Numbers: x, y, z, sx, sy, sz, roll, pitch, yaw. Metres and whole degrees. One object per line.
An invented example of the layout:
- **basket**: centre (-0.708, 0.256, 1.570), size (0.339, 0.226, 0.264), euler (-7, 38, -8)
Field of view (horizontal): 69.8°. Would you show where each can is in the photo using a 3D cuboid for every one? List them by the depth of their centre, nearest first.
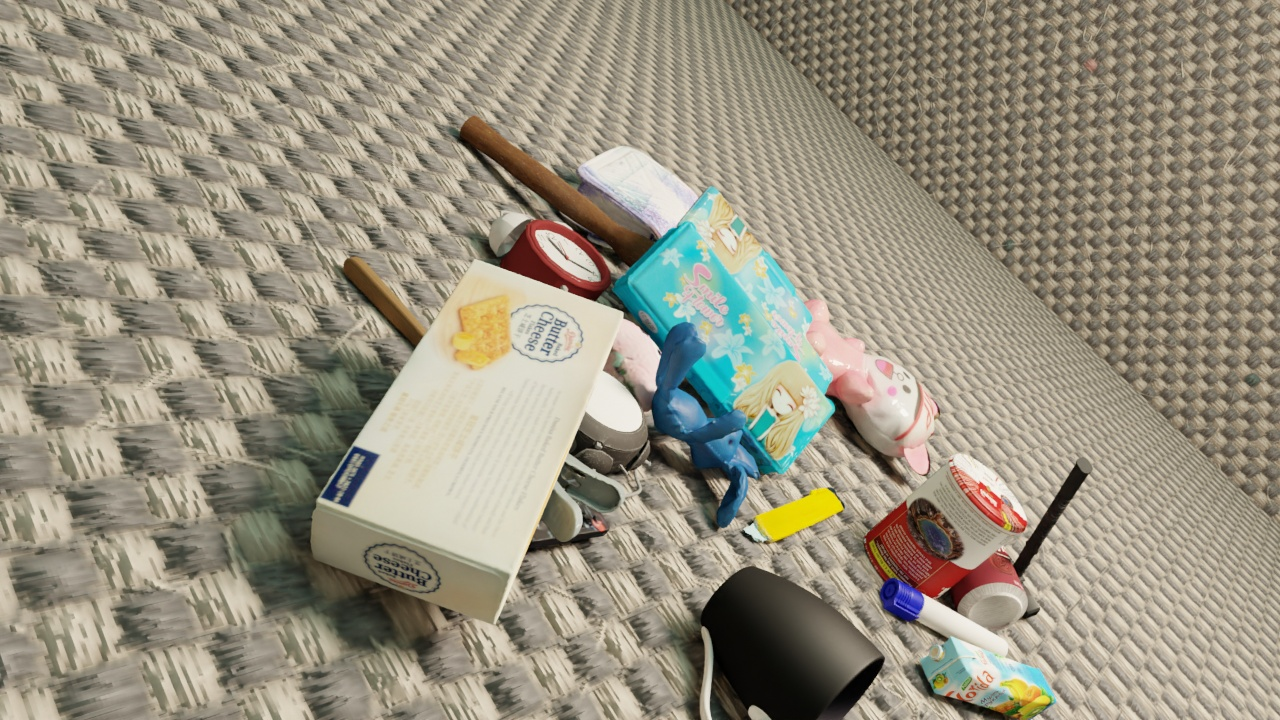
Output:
- **can**: centre (0.276, 0.154, 0.835), size (0.086, 0.117, 0.086), euler (30, 28, -18)
- **can**: centre (0.325, 0.201, 0.886), size (0.063, 0.063, 0.114), euler (31, 28, -17)

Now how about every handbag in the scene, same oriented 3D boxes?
- **handbag**: centre (-0.007, -0.170, 1.022), size (0.126, 0.069, 0.158), euler (36, 29, 4)

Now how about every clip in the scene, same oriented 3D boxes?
- **clip**: centre (-0.094, 0.057, 0.576), size (0.163, 0.028, 0.107), euler (32, 20, 12)

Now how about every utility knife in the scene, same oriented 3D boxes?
- **utility knife**: centre (0.136, 0.134, 0.801), size (0.030, 0.017, 0.162), euler (47, 26, 25)

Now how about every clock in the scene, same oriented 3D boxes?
- **clock**: centre (-0.033, 0.044, 0.691), size (0.091, 0.044, 0.122), euler (-2, 48, -53)
- **clock**: centre (-0.081, -0.089, 0.830), size (0.096, 0.048, 0.137), euler (2, 46, -50)

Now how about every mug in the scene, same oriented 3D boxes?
- **mug**: centre (0.078, 0.192, 0.582), size (0.118, 0.085, 0.100), euler (-29, 54, -30)

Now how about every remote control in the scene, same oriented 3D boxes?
- **remote control**: centre (-0.082, 0.100, 0.571), size (0.150, 0.022, 0.047), euler (5, 42, -52)

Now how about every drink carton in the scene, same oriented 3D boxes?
- **drink carton**: centre (0.289, 0.266, 0.762), size (0.128, 0.044, 0.038), euler (25, 30, -28)

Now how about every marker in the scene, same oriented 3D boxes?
- **marker**: centre (0.270, 0.233, 0.812), size (0.133, 0.023, 0.027), euler (31, 49, -17)

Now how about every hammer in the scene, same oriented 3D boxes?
- **hammer**: centre (0.358, 0.150, 0.829), size (0.325, 0.015, 0.095), euler (70, -1, -60)
- **hammer**: centre (-0.058, -0.152, 0.923), size (0.323, 0.115, 0.033), euler (38, 3, 16)

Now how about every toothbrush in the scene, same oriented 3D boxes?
- **toothbrush**: centre (-0.156, -0.015, 0.658), size (0.167, 0.016, 0.016), euler (45, 28, 10)

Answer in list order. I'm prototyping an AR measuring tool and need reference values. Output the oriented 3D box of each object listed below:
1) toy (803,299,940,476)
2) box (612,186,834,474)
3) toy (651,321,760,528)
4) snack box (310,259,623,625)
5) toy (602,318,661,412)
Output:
- **toy**: centre (0.249, 0.029, 1.033), size (0.213, 0.084, 0.141), euler (35, 29, -5)
- **box**: centre (0.100, -0.035, 0.840), size (0.227, 0.056, 0.184), euler (50, 55, -14)
- **toy**: centre (0.052, 0.056, 0.735), size (0.112, 0.071, 0.176), euler (-102, 166, -59)
- **snack box**: centre (-0.090, 0.037, 0.527), size (0.104, 0.058, 0.207), euler (20, 45, 1)
- **toy**: centre (-0.005, 0.005, 0.783), size (0.095, 0.053, 0.099), euler (14, 48, -64)
